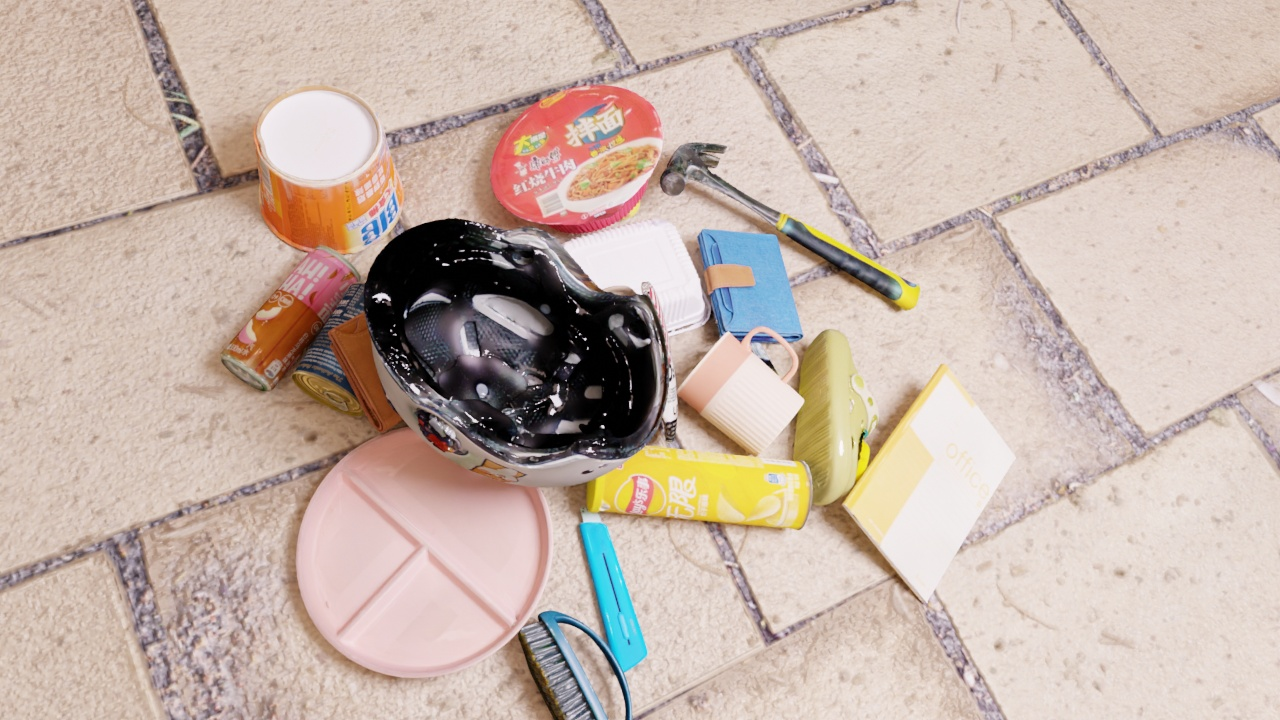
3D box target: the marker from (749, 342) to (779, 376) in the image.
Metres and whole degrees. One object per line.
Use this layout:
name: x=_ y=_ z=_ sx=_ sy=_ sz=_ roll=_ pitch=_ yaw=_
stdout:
marker: x=0.134 y=0.005 z=0.997 sx=0.018 sy=0.015 sz=0.124 roll=-18 pitch=69 yaw=-22

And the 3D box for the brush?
brush: x=-0.051 y=0.287 z=0.815 sx=0.073 sy=0.055 sz=0.144 roll=-25 pitch=73 yaw=-19

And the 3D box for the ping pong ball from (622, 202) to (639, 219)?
ping pong ball: x=-0.021 y=-0.178 z=1.028 sx=0.040 sy=0.040 sz=0.040 roll=4 pitch=66 yaw=-10

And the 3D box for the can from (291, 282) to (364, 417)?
can: x=-0.274 y=-0.012 z=0.887 sx=0.075 sy=0.075 sz=0.111 roll=25 pitch=64 yaw=0

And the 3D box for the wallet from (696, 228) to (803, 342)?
wallet: x=0.119 y=-0.083 z=1.011 sx=0.106 sy=0.040 sz=0.133 roll=1 pitch=63 yaw=-24

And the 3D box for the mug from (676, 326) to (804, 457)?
mug: x=0.112 y=0.024 z=0.936 sx=0.106 sy=0.081 sz=0.115 roll=41 pitch=100 yaw=5

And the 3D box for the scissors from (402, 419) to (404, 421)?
scissors: x=-0.161 y=0.018 z=0.929 sx=0.185 sy=0.019 sz=0.129 roll=9 pitch=65 yaw=-9

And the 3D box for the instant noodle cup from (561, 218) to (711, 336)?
instant noodle cup: x=-0.016 y=-0.086 z=0.981 sx=0.173 sy=0.060 sz=0.138 roll=-18 pitch=72 yaw=-16

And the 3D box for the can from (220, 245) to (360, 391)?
can: x=-0.340 y=-0.042 z=0.896 sx=0.058 sy=0.058 sz=0.147 roll=31 pitch=65 yaw=2

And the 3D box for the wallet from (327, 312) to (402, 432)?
wallet: x=-0.217 y=-0.010 z=0.866 sx=0.131 sy=0.031 sz=0.108 roll=-35 pitch=109 yaw=-40

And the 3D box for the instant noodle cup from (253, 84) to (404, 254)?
instant noodle cup: x=-0.321 y=-0.199 z=0.938 sx=0.151 sy=0.112 sz=0.151 roll=4 pitch=66 yaw=-9

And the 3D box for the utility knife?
utility knife: x=-0.029 y=0.214 z=0.872 sx=0.034 sy=0.018 sz=0.159 roll=-13 pitch=69 yaw=-16

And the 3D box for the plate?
plate: x=-0.195 y=0.170 z=0.840 sx=0.229 sy=0.028 sz=0.229 roll=1 pitch=68 yaw=-3

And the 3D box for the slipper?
slipper: x=0.210 y=0.058 z=0.949 sx=0.081 sy=0.092 sz=0.190 roll=11 pitch=64 yaw=-11

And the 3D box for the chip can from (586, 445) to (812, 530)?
chip can: x=0.056 y=0.122 z=0.899 sx=0.213 sy=0.072 sz=0.072 roll=6 pitch=66 yaw=-9

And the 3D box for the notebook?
notebook: x=0.304 y=0.124 z=0.952 sx=0.146 sy=0.010 sz=0.205 roll=50 pitch=65 yaw=-15

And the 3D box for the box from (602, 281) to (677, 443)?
box: x=-0.010 y=0.005 z=0.915 sx=0.087 sy=0.076 sz=0.163 roll=-10 pitch=101 yaw=7

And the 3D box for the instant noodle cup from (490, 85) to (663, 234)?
instant noodle cup: x=-0.063 y=-0.206 z=0.993 sx=0.194 sy=0.066 sz=0.193 roll=-8 pitch=58 yaw=12

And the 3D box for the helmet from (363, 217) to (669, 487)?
helmet: x=-0.118 y=0.011 z=0.820 sx=0.274 sy=0.157 sz=0.229 roll=23 pitch=51 yaw=-9

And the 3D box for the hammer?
hammer: x=0.176 y=-0.152 z=1.046 sx=0.323 sy=0.032 sz=0.125 roll=29 pitch=38 yaw=-4
